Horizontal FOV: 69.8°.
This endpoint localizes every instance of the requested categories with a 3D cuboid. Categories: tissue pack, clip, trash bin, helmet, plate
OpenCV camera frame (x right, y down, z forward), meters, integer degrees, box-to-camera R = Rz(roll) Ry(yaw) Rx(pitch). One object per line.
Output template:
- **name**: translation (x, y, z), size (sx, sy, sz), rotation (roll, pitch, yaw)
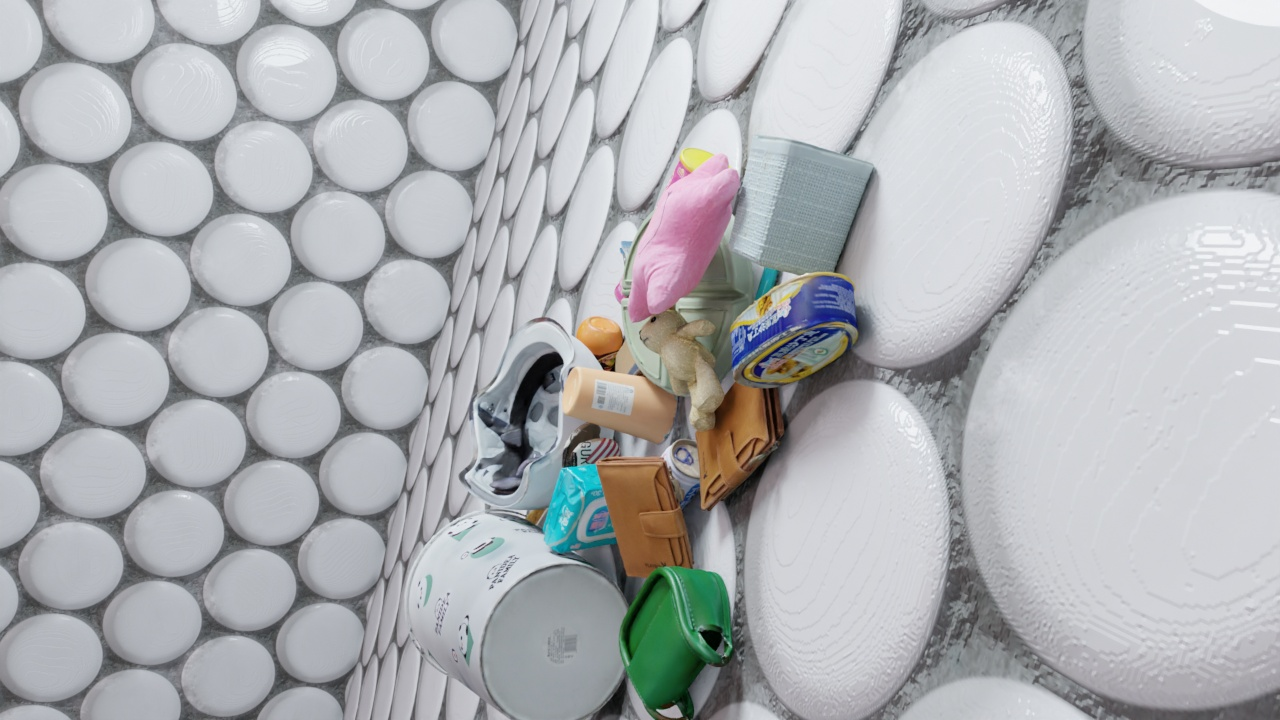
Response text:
- **tissue pack**: translation (-0.045, 0.168, 1.060), size (0.050, 0.133, 0.093), rotation (38, 119, 40)
- **clip**: translation (-0.015, -0.149, 1.330), size (0.038, 0.026, 0.058), rotation (116, 152, -50)
- **trash bin**: translation (-0.144, 0.311, 1.107), size (0.252, 0.229, 0.229), rotation (-1, 76, 64)
- **helmet**: translation (-0.119, 0.085, 1.243), size (0.230, 0.145, 0.258), rotation (-21, 52, 44)
- **plate**: translation (0.043, -0.074, 1.031), size (0.231, 0.027, 0.230), rotation (0, 90, 55)

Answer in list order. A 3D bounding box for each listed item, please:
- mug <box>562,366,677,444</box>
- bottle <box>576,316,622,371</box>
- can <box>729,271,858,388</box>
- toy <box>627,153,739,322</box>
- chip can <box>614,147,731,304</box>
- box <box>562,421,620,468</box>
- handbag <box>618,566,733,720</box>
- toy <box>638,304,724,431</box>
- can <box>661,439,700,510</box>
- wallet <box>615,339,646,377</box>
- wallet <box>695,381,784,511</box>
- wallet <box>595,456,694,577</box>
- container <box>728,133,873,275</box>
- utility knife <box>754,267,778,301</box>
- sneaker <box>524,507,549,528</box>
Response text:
- **mug**: translation (-0.026, 0.049, 1.090), size (0.078, 0.122, 0.078), rotation (-167, 91, -69)
- **bottle**: translation (-0.071, 0.011, 1.327), size (0.066, 0.066, 0.150), rotation (-111, 33, -57)
- **can**: translation (0.131, -0.023, 0.798), size (0.148, 0.074, 0.049), rotation (139, 136, -57)
- **toy**: translation (0.037, -0.120, 0.928), size (0.195, 0.074, 0.178), rotation (-61, 11, 15)
- **chip can**: translation (0.039, -0.152, 1.124), size (0.071, 0.071, 0.211), rotation (-100, 31, -48)
- **box**: translation (-0.055, 0.156, 1.117), size (0.082, 0.075, 0.164), rotation (32, 136, 32)
- **handbag**: translation (0.038, 0.269, 0.875), size (0.132, 0.068, 0.120), rotation (-62, 32, 31)
- **toy**: translation (0.045, 0.005, 0.944), size (0.157, 0.066, 0.105), rotation (-114, 25, -43)
- **can**: translation (0.026, 0.143, 0.991), size (0.053, 0.053, 0.135), rotation (-96, 28, -42)
- **wallet**: translation (-0.007, 0.007, 1.187), size (0.115, 0.033, 0.090), rotation (-94, 29, -52)
- **wallet**: translation (0.095, 0.078, 0.892), size (0.118, 0.035, 0.131), rotation (-87, 22, -43)
- **wallet**: translation (0.007, 0.165, 0.957), size (0.108, 0.031, 0.132), rotation (-6, 102, 48)
- **container**: translation (0.140, -0.138, 0.833), size (0.090, 0.090, 0.111), rotation (-133, 56, -67)
- **utility knife**: translation (0.134, -0.093, 0.924), size (0.029, 0.013, 0.157), rotation (17, 91, 67)
- **sneaker**: translation (-0.157, 0.308, 1.322), size (0.119, 0.088, 0.240), rotation (-31, 26, 47)
